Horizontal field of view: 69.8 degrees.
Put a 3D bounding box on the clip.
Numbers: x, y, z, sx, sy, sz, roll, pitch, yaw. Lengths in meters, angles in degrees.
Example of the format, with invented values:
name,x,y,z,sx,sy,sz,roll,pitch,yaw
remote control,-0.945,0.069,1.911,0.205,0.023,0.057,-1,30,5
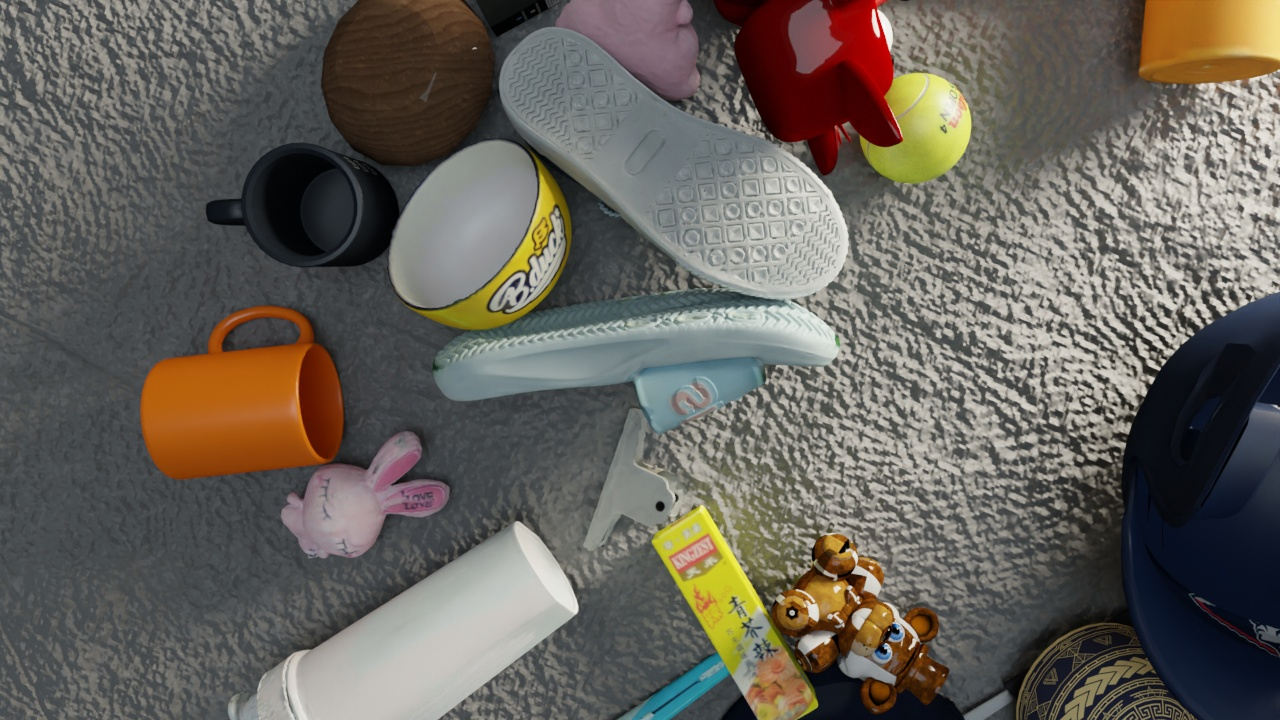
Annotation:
name,x,y,z,sx,sy,sz,roll,pitch,yaw
clip,0.002,0.088,0.615,0.054,0.040,0.102,21,98,18

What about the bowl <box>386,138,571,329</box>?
name,x,y,z,sx,sy,sz,roll,pitch,yaw
bowl,-0.090,-0.069,0.564,0.117,0.067,0.117,-15,59,27

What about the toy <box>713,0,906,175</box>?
name,x,y,z,sx,sy,sz,roll,pitch,yaw
toy,0.092,-0.207,0.510,0.120,0.158,0.197,-23,96,-3

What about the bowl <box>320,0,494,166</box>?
name,x,y,z,sx,sy,sz,roll,pitch,yaw
bowl,-0.150,-0.181,0.567,0.118,0.030,0.118,-1,88,14

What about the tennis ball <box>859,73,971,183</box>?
name,x,y,z,sx,sy,sz,roll,pitch,yaw
tennis ball,0.167,-0.141,0.561,0.065,0.065,0.065,0,96,1

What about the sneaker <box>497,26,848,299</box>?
name,x,y,z,sx,sy,sz,roll,pitch,yaw
sneaker,0.014,-0.112,0.557,0.235,0.087,0.089,35,88,-2

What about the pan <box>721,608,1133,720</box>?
name,x,y,z,sx,sy,sz,roll,pitch,yaw
pan,0.205,0.260,0.629,0.356,0.021,0.199,-34,95,4

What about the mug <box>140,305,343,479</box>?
name,x,y,z,sx,sy,sz,roll,pitch,yaw
mug,-0.251,0.016,0.589,0.096,0.078,0.112,-6,68,2

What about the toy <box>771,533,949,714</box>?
name,x,y,z,sx,sy,sz,roll,pitch,yaw
toy,0.145,0.175,0.595,0.112,0.067,0.087,34,68,16

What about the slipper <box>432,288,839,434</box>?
name,x,y,z,sx,sy,sz,roll,pitch,yaw
slipper,-0.003,0.003,0.566,0.245,0.104,0.074,-7,108,1

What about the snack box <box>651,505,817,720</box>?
name,x,y,z,sx,sy,sz,roll,pitch,yaw
snack box,0.062,0.170,0.607,0.040,0.029,0.148,-32,87,4

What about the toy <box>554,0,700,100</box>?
name,x,y,z,sx,sy,sz,roll,pitch,yaw
toy,-0.001,-0.204,0.547,0.099,0.096,0.052,27,66,-1

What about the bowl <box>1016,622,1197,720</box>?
name,x,y,z,sx,sy,sz,roll,pitch,yaw
bowl,0.310,0.235,0.590,0.112,0.061,0.112,-2,102,-10

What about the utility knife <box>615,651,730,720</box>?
name,x,y,z,sx,sy,sz,roll,pitch,yaw
utility knife,0.029,0.226,0.631,0.124,0.015,0.022,-38,72,3

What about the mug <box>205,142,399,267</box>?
name,x,y,z,sx,sy,sz,roll,pitch,yaw
mug,-0.212,-0.093,0.568,0.105,0.077,0.071,-2,96,1

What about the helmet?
name,x,y,z,sx,sy,sz,roll,pitch,yaw
helmet,0.385,0.090,0.504,0.232,0.223,0.272,11,87,14

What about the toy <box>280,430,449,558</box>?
name,x,y,z,sx,sy,sz,roll,pitch,yaw
toy,-0.184,0.093,0.605,0.110,0.047,0.063,-28,104,1

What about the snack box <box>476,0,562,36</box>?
name,x,y,z,sx,sy,sz,roll,pitch,yaw
snack box,-0.046,-0.276,0.570,0.147,0.025,0.080,-27,95,4

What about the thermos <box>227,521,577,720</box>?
name,x,y,z,sx,sy,sz,roll,pitch,yaw
thermos,-0.149,0.197,0.593,0.220,0.099,0.099,-34,95,1

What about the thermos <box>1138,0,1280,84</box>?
name,x,y,z,sx,sy,sz,roll,pitch,yaw
thermos,0.342,-0.287,0.529,0.076,0.091,0.233,5,97,22
